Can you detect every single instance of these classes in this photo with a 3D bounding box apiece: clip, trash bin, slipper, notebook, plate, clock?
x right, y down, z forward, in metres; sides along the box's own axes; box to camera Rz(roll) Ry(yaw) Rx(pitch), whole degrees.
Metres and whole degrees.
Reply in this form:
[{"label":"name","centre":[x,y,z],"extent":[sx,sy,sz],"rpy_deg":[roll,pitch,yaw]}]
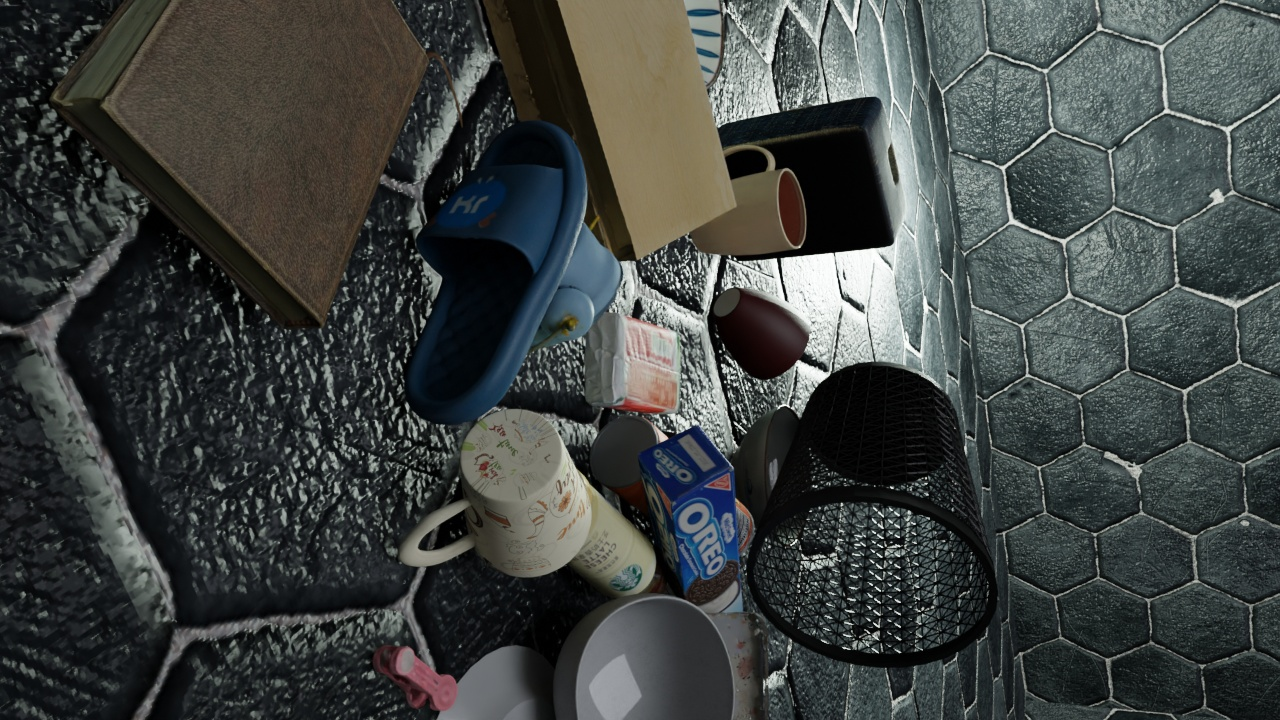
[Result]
[{"label":"clip","centre":[-0.126,0.183,0.527],"extent":[0.059,0.038,0.022],"rpy_deg":[55,44,-37]},{"label":"trash bin","centre":[0.232,0.135,0.914],"extent":[0.242,0.217,0.217],"rpy_deg":[-66,141,-52]},{"label":"slipper","centre":[-0.093,-0.063,0.562],"extent":[0.059,0.104,0.213],"rpy_deg":[41,55,-49]},{"label":"notebook","centre":[-0.169,-0.130,0.473],"extent":[0.190,0.034,0.215],"rpy_deg":[57,32,-47]},{"label":"plate","centre":[-0.084,0.280,0.608],"extent":[0.172,0.019,0.172],"rpy_deg":[16,72,-60]},{"label":"clock","centre":[-0.064,-0.047,0.622],"extent":[0.052,0.089,0.124],"rpy_deg":[54,39,-37]}]

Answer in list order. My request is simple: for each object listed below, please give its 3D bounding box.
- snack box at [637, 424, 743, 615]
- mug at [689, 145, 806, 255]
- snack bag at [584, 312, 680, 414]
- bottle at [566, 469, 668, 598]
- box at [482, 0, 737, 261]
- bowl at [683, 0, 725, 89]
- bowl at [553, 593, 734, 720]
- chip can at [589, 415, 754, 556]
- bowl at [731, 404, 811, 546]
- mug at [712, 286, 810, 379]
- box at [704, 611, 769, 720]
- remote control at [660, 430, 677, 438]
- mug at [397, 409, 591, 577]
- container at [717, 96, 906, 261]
[{"label":"snack box","centre":[0.045,0.150,0.748],"extent":[0.059,0.059,0.227],"rpy_deg":[-24,137,-15]},{"label":"mug","centre":[0.104,-0.162,0.936],"extent":[0.085,0.104,0.111],"rpy_deg":[-16,98,-62]},{"label":"snack bag","centre":[-0.005,0.005,0.779],"extent":[0.115,0.036,0.077],"rpy_deg":[13,75,-61]},{"label":"bottle","centre":[-0.030,0.139,0.691],"extent":[0.162,0.057,0.056],"rpy_deg":[52,43,-46]},{"label":"box","centre":[-0.021,-0.210,0.700],"extent":[0.140,0.123,0.249],"rpy_deg":[-51,129,-57]},{"label":"bowl","centre":[0.010,-0.325,0.820],"extent":[0.177,0.071,0.177],"rpy_deg":[16,72,-61]},{"label":"bowl","centre":[-0.004,0.234,0.653],"extent":[0.131,0.065,0.131],"rpy_deg":[8,73,-30]},{"label":"chip can","centre":[0.034,0.118,0.805],"extent":[0.210,0.062,0.062],"rpy_deg":[45,48,-50]},{"label":"bowl","centre":[0.137,0.126,1.002],"extent":[0.150,0.057,0.150],"rpy_deg":[17,70,-60]},{"label":"mug","centre":[0.117,-0.047,0.986],"extent":[0.088,0.087,0.113],"rpy_deg":[37,24,-33]},{"label":"box","centre":[0.034,0.309,0.714],"extent":[0.153,0.058,0.216],"rpy_deg":[3,81,-24]},{"label":"remote control","centre":[0.038,0.092,0.844],"extent":[0.125,0.039,0.010],"rpy_deg":[51,53,-55]},{"label":"mug","centre":[-0.090,0.087,0.553],"extent":[0.081,0.121,0.097],"rpy_deg":[55,-17,27]},{"label":"container","centre":[0.174,-0.188,0.981],"extent":[0.071,0.188,0.145],"rpy_deg":[-59,135,-42]}]
